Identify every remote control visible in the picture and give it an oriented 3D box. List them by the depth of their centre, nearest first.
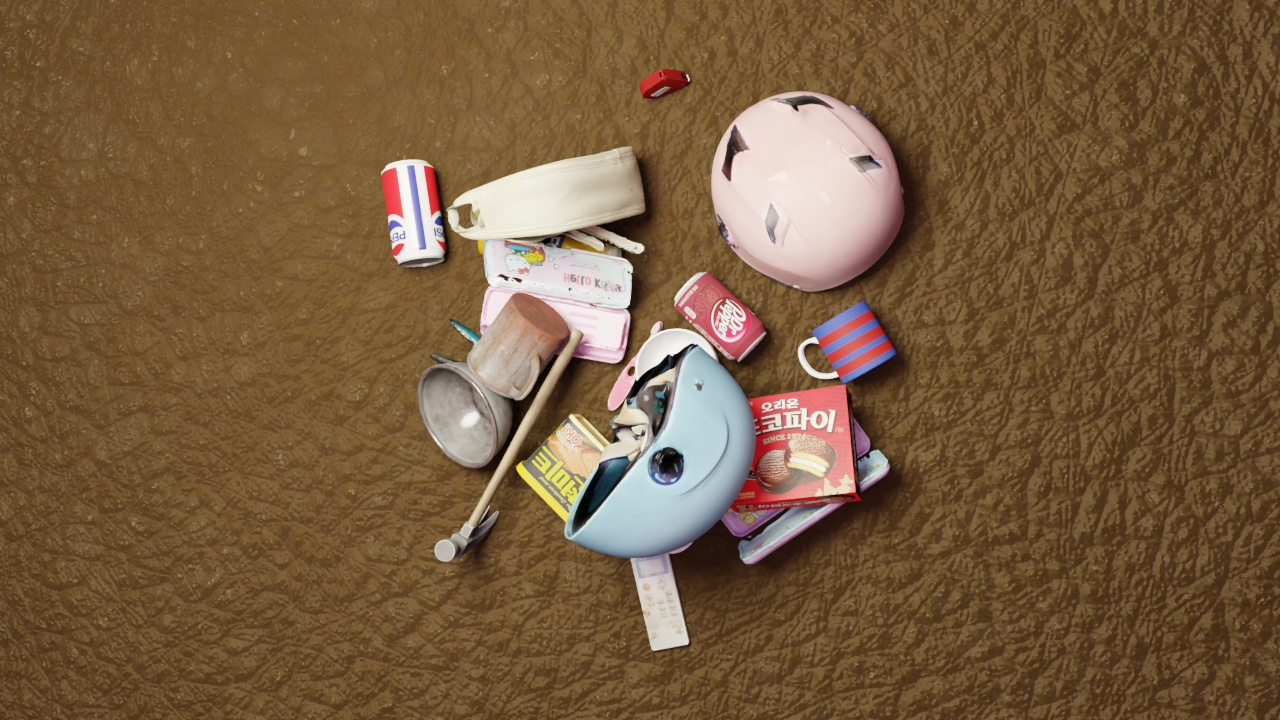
[{"bbox_3d":[0.024,0.307,1.199,0.050,0.011,0.135,-14,87,10],"label":"remote control"}]

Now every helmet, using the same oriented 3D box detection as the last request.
[{"bbox_3d":[0.030,0.119,1.043,0.167,0.226,0.265,38,75,-4],"label":"helmet"},{"bbox_3d":[0.193,-0.216,1.112,0.230,0.152,0.255,-34,78,11],"label":"helmet"}]

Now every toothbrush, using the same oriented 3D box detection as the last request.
[{"bbox_3d":[-0.007,0.007,1.206,0.021,0.016,0.135,31,94,9],"label":"toothbrush"}]

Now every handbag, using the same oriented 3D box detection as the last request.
[{"bbox_3d":[-0.101,-0.178,1.130,0.184,0.228,0.132,-8,100,21],"label":"handbag"}]

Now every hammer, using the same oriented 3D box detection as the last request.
[{"bbox_3d":[-0.161,0.105,1.178,0.031,0.119,0.331,28,95,9],"label":"hammer"}]

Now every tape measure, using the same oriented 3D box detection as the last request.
[{"bbox_3d":[0.029,-0.356,1.190,0.052,0.058,0.019,-22,85,39],"label":"tape measure"}]

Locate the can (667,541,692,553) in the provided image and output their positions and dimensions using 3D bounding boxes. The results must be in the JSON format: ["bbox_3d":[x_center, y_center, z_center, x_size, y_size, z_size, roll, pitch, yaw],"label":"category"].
[{"bbox_3d":[0.042,0.205,1.164,0.067,0.076,0.067,0,89,10],"label":"can"}]

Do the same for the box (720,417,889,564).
[{"bbox_3d":[0.192,0.154,1.124,0.214,0.092,0.090,-36,103,8],"label":"box"}]

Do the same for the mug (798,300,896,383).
[{"bbox_3d":[0.250,-0.013,1.138,0.112,0.074,0.076,-34,83,34],"label":"mug"}]

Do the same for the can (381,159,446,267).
[{"bbox_3d":[-0.304,-0.197,1.234,0.070,0.070,0.132,-9,88,10],"label":"can"}]

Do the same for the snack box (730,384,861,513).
[{"bbox_3d":[0.181,0.108,1.108,0.152,0.036,0.132,-10,64,21],"label":"snack box"}]

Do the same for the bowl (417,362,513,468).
[{"bbox_3d":[-0.218,0.062,1.201,0.145,0.067,0.145,18,122,33],"label":"bowl"}]

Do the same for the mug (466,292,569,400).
[{"bbox_3d":[-0.148,-0.010,1.144,0.110,0.096,0.123,-56,41,25],"label":"mug"}]

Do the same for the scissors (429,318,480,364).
[{"bbox_3d":[-0.220,-0.001,1.243,0.121,0.019,0.150,-25,87,8],"label":"scissors"}]

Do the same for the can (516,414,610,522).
[{"bbox_3d":[-0.076,0.147,1.189,0.131,0.072,0.101,44,94,8],"label":"can"}]

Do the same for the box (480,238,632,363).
[{"bbox_3d":[-0.109,-0.082,1.202,0.201,0.058,0.156,11,111,10],"label":"box"}]

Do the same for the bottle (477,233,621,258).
[{"bbox_3d":[-0.119,-0.147,1.209,0.186,0.053,0.053,12,91,10],"label":"bottle"}]

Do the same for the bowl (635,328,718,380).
[{"bbox_3d":[0.050,0.011,1.175,0.105,0.054,0.105,0,91,14],"label":"bowl"}]

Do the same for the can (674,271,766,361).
[{"bbox_3d":[0.101,-0.056,1.163,0.114,0.063,0.063,44,96,8],"label":"can"}]
